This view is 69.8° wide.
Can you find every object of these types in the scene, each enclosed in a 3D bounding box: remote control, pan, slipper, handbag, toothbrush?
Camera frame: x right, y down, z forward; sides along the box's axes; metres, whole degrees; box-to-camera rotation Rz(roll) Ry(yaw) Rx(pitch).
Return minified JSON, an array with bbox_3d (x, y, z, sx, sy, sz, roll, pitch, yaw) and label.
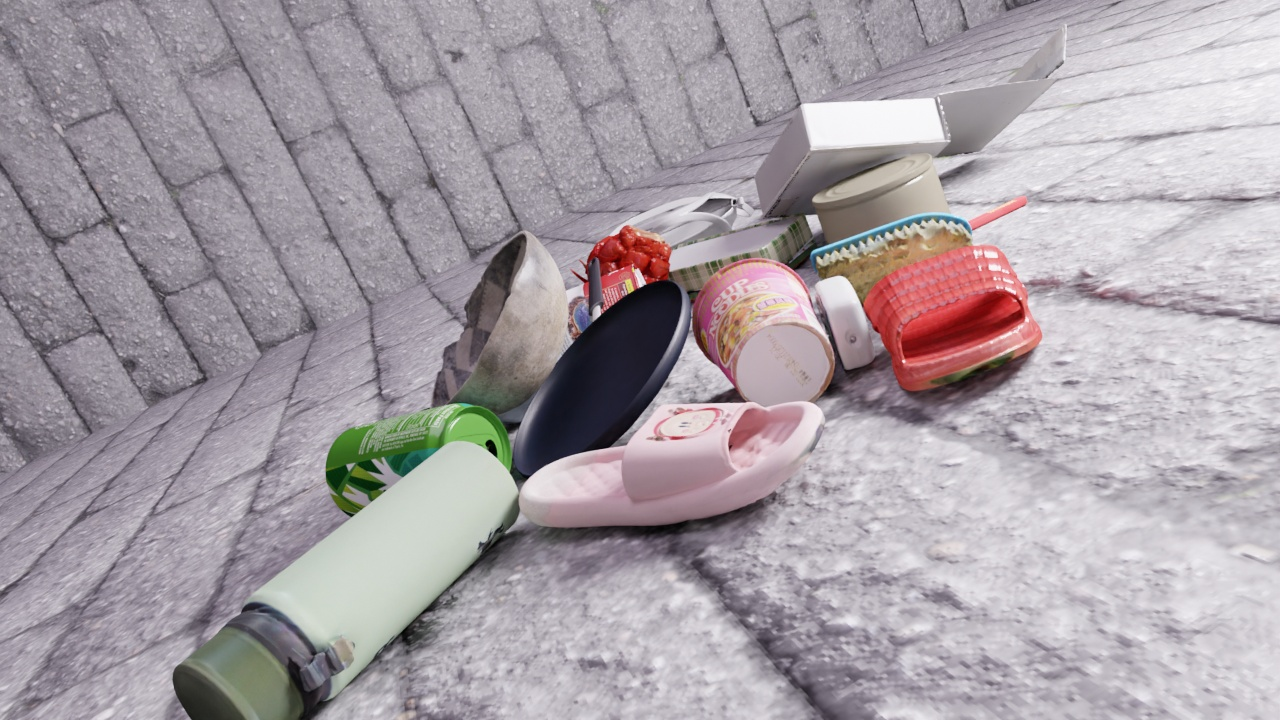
[{"bbox_3d":[0.152,-0.032,0.691,0.028,0.060,0.114,-18,15,10],"label":"remote control"},{"bbox_3d":[-0.036,-0.020,0.815,0.199,0.021,0.355,-43,23,17],"label":"pan"},{"bbox_3d":[0.213,-0.046,0.655,0.104,0.059,0.248,-20,14,15],"label":"slipper"},{"bbox_3d":[0.048,-0.181,1.215,0.216,0.095,0.222,-24,-1,1],"label":"handbag"},{"bbox_3d":[0.275,-0.115,0.874,0.212,0.018,0.012,-25,15,-6],"label":"toothbrush"},{"bbox_3d":[0.015,0.062,0.589,0.222,0.056,0.106,-16,15,30],"label":"slipper"}]

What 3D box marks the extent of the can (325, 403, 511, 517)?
[{"bbox_3d":[-0.183,0.084,0.754,0.144,0.083,0.082,-13,18,34],"label":"can"}]

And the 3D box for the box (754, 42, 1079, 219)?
[{"bbox_3d":[0.319,-0.253,1.050,0.368,0.098,0.166,-13,-13,-15],"label":"box"}]

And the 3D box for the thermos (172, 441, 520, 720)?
[{"bbox_3d":[-0.168,0.139,0.563,0.082,0.082,0.230,-12,18,37],"label":"thermos"}]

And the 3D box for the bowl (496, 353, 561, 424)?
[{"bbox_3d":[-0.116,0.021,0.911,0.106,0.039,0.106,-24,43,25],"label":"bowl"}]

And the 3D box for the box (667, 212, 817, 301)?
[{"bbox_3d":[0.096,-0.113,1.081,0.206,0.051,0.117,-11,23,42],"label":"box"}]

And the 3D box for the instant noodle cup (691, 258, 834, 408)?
[{"bbox_3d":[0.093,-0.014,0.675,0.098,0.098,0.108,-23,22,4],"label":"instant noodle cup"}]

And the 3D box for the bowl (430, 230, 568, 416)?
[{"bbox_3d":[-0.113,-0.019,0.814,0.179,0.081,0.178,-52,23,33],"label":"bowl"}]

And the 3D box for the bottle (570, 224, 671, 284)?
[{"bbox_3d":[-0.020,-0.101,1.047,0.099,0.111,0.099,15,13,-4],"label":"bottle"}]

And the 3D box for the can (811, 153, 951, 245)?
[{"bbox_3d":[0.246,-0.152,0.935,0.128,0.073,0.127,-22,15,6],"label":"can"}]

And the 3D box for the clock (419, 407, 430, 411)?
[{"bbox_3d":[-0.208,0.080,0.884,0.123,0.044,0.091,-13,19,36],"label":"clock"}]

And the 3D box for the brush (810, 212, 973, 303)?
[{"bbox_3d":[0.222,-0.095,0.810,0.136,0.055,0.075,-19,21,16],"label":"brush"}]

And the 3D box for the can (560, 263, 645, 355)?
[{"bbox_3d":[-0.045,-0.042,0.971,0.116,0.086,0.086,-21,15,8],"label":"can"}]
